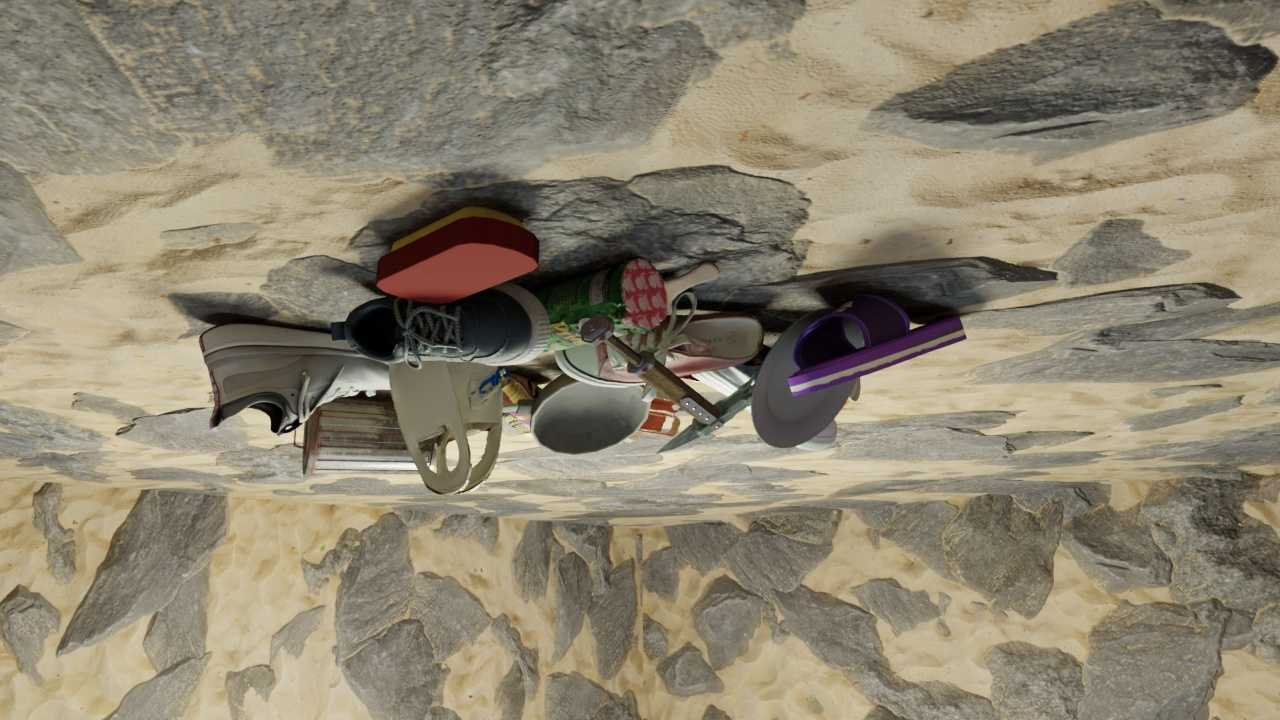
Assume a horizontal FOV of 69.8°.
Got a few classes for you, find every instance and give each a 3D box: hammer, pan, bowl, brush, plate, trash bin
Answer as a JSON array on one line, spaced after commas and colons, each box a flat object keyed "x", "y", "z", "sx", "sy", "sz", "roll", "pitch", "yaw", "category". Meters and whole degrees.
[{"x": 0.020, "y": 0.023, "z": 0.951, "sx": 0.147, "sy": 0.028, "sz": 0.316, "roll": -35, "pitch": 149, "yaw": 11, "category": "hammer"}, {"x": -0.156, "y": 0.064, "z": 1.289, "sx": 0.356, "sy": 0.041, "sz": 0.179, "roll": 2, "pitch": 136, "yaw": -25, "category": "pan"}, {"x": -0.169, "y": 0.091, "z": 1.481, "sx": 0.112, "sy": 0.061, "sz": 0.112, "roll": 0, "pitch": 165, "yaw": 0, "category": "bowl"}, {"x": 0.026, "y": -0.075, "z": 0.947, "sx": 0.136, "sy": 0.015, "sz": 0.050, "roll": -22, "pitch": 123, "yaw": 36, "category": "brush"}, {"x": -0.167, "y": -0.096, "z": 0.832, "sx": 0.174, "sy": 0.041, "sz": 0.082, "roll": -14, "pitch": 159, "yaw": 42, "category": "brush"}, {"x": 0.193, "y": 0.020, "z": 1.070, "sx": 0.178, "sy": 0.178, "sz": 0.012, "roll": 14, "pitch": -166, "yaw": -43, "category": "plate"}, {"x": -0.443, "y": 0.122, "z": 1.471, "sx": 0.211, "sy": 0.130, "sz": 0.131, "roll": 5, "pitch": 164, "yaw": -24, "category": "trash bin"}]

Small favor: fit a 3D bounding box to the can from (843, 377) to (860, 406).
[{"x": 0.214, "y": 0.031, "z": 1.228, "sx": 0.143, "sy": 0.079, "sz": 0.079, "roll": -10, "pitch": 162, "yaw": 31, "category": "can"}]

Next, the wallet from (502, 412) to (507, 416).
[{"x": -0.254, "y": 0.066, "z": 1.383, "sx": 0.100, "sy": 0.054, "sz": 0.131, "roll": 6, "pitch": 177, "yaw": 0, "category": "wallet"}]

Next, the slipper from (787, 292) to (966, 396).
[{"x": 0.253, "y": -0.032, "z": 1.017, "sx": 0.265, "sy": 0.084, "sz": 0.107, "roll": -15, "pitch": 176, "yaw": -37, "category": "slipper"}]

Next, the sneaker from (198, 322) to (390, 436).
[{"x": -0.408, "y": 0.032, "z": 1.140, "sx": 0.262, "sy": 0.128, "sz": 0.097, "roll": 8, "pitch": 166, "yaw": -40, "category": "sneaker"}]

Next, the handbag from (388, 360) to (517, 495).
[{"x": -0.225, "y": 0.062, "z": 1.116, "sx": 0.092, "sy": 0.199, "sz": 0.201, "roll": -5, "pitch": 172, "yaw": -36, "category": "handbag"}]

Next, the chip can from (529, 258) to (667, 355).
[{"x": -0.080, "y": -0.046, "z": 0.958, "sx": 0.224, "sy": 0.075, "sz": 0.075, "roll": -13, "pitch": 161, "yaw": 38, "category": "chip can"}]

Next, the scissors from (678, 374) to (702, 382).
[{"x": 0.005, "y": 0.009, "z": 1.168, "sx": 0.193, "sy": 0.015, "sz": 0.179, "roll": 10, "pitch": 180, "yaw": 1, "category": "scissors"}]

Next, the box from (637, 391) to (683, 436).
[{"x": -0.002, "y": 0.076, "z": 1.447, "sx": 0.186, "sy": 0.083, "sz": 0.043, "roll": 10, "pitch": -168, "yaw": -40, "category": "box"}]

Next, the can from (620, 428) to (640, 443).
[{"x": -0.062, "y": 0.111, "z": 1.545, "sx": 0.121, "sy": 0.067, "sz": 0.067, "roll": -12, "pitch": 161, "yaw": 39, "category": "can"}]

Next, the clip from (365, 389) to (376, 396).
[{"x": -0.362, "y": 0.028, "z": 1.316, "sx": 0.141, "sy": 0.029, "sz": 0.172, "roll": 5, "pitch": 164, "yaw": -21, "category": "clip"}]

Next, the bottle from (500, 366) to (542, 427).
[{"x": -0.184, "y": 0.047, "z": 1.330, "sx": 0.060, "sy": 0.059, "sz": 0.166, "roll": -6, "pitch": 156, "yaw": 20, "category": "bottle"}]

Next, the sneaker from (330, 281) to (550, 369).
[{"x": -0.207, "y": -0.035, "z": 0.939, "sx": 0.236, "sy": 0.089, "sz": 0.087, "roll": -1, "pitch": -173, "yaw": 26, "category": "sneaker"}]

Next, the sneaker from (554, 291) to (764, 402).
[{"x": 0.021, "y": -0.015, "z": 1.025, "sx": 0.241, "sy": 0.118, "sz": 0.088, "roll": -6, "pitch": -175, "yaw": 1, "category": "sneaker"}]

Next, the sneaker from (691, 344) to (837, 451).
[{"x": 0.159, "y": 0.023, "z": 1.126, "sx": 0.235, "sy": 0.087, "sz": 0.079, "roll": 33, "pitch": 133, "yaw": -14, "category": "sneaker"}]
